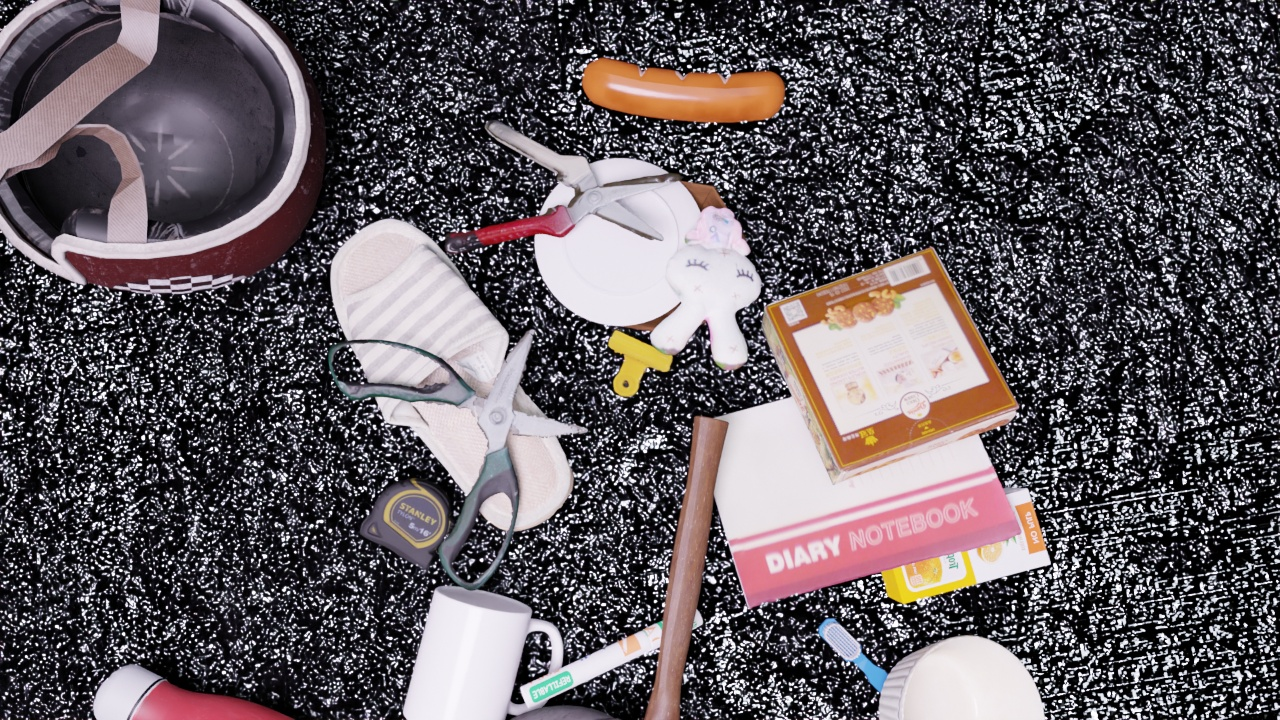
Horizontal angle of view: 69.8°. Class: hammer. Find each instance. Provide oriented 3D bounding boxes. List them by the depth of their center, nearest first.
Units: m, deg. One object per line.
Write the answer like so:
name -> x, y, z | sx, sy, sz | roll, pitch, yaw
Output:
hammer -> 0.026, 0.202, 0.661 | 0.033, 0.115, 0.322 | 5, 82, 39

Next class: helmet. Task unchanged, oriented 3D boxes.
helmet -> -0.338, -0.148, 0.627 | 0.233, 0.254, 0.233 | 3, 88, -25

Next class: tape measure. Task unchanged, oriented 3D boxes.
tape measure -> -0.176, 0.122, 0.709 | 0.061, 0.034, 0.061 | 33, 88, -6

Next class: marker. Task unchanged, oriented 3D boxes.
marker -> -0.019, 0.221, 0.687 | 0.145, 0.017, 0.017 | -19, 84, -20

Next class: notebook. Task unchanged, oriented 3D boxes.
notebook -> 0.161, 0.089, 0.700 | 0.209, 0.012, 0.153 | -15, 63, -2

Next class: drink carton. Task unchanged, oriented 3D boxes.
drink carton -> 0.247, 0.140, 0.706 | 0.122, 0.040, 0.058 | -15, 84, -2

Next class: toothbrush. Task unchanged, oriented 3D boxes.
toothbrush -> 0.201, 0.262, 0.706 | 0.166, 0.014, 0.016 | 45, 85, 4

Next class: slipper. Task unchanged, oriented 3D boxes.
slipper -> -0.149, 0.011, 0.716 | 0.114, 0.054, 0.272 | -33, 86, 1

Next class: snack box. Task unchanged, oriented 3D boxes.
snack box -> 0.187, 0.003, 0.703 | 0.143, 0.041, 0.147 | -20, 68, -3

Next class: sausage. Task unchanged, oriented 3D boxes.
sausage -> 0.035, -0.218, 0.746 | 0.164, 0.039, 0.044 | 5, 80, 0

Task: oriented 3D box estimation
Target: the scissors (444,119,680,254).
scissors -> -0.072, -0.134, 0.717 | 0.199, 0.015, 0.179 | -27, 65, 9

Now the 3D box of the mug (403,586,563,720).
mug -> -0.111, 0.226, 0.686 | 0.110, 0.074, 0.090 | 17, 83, -24

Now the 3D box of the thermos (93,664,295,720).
thermos -> -0.286, 0.291, 0.670 | 0.240, 0.073, 0.073 | 25, 84, 3

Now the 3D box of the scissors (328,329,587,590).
scissors -> -0.149, 0.059, 0.685 | 0.205, 0.015, 0.201 | 21, 91, -2

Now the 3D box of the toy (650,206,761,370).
toy -> 0.053, -0.056, 0.701 | 0.079, 0.038, 0.122 | 8, 89, -4

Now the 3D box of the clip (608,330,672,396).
clip -> -0.004, 0.003, 0.733 | 0.054, 0.048, 0.046 | 24, 42, 1

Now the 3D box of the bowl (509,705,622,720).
bowl -> -0.073, 0.303, 0.653 | 0.067, 0.145, 0.145 | 24, 82, 38

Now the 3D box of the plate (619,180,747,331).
plate -> 0.019, -0.083, 0.738 | 0.131, 0.025, 0.131 | 0, 84, 0

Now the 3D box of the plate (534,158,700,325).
plate -> -0.016, -0.095, 0.718 | 0.134, 0.011, 0.134 | 0, 84, 0

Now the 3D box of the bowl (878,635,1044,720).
bowl -> 0.227, 0.261, 0.672 | 0.115, 0.063, 0.115 | 4, 75, -14
